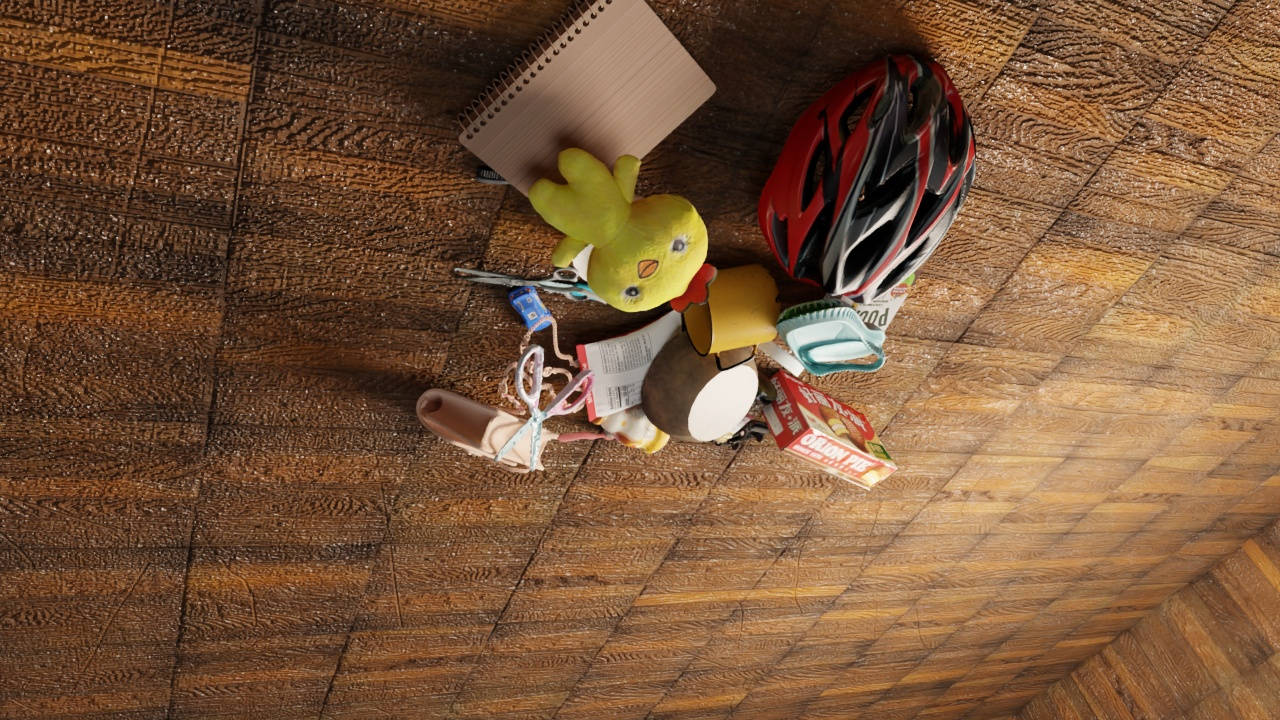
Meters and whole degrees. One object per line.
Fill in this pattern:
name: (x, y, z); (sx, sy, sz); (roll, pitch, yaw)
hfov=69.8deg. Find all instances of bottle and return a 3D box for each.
bottle: (0.136, 0.063, 1.289); (0.056, 0.056, 0.105); (24, 122, -40)
bottle: (-0.014, 0.085, 1.245); (0.108, 0.063, 0.063); (22, 124, -29)

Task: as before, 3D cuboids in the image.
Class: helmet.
helmet: (0.257, -0.193, 0.999); (0.217, 0.167, 0.272); (10, 118, -36)

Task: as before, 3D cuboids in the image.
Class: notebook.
notebook: (-0.053, -0.245, 0.883); (0.211, 0.022, 0.169); (-39, 135, 15)

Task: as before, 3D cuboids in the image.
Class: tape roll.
tape roll: (0.170, -0.014, 1.190); (0.018, 0.094, 0.093); (-52, 134, 5)

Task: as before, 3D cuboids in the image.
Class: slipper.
slipper: (0.235, -0.016, 1.120); (0.116, 0.069, 0.276); (-9, 167, 21)

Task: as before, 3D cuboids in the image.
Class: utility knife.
utility knife: (-0.055, -0.079, 1.085); (0.148, 0.015, 0.022); (7, 129, -26)

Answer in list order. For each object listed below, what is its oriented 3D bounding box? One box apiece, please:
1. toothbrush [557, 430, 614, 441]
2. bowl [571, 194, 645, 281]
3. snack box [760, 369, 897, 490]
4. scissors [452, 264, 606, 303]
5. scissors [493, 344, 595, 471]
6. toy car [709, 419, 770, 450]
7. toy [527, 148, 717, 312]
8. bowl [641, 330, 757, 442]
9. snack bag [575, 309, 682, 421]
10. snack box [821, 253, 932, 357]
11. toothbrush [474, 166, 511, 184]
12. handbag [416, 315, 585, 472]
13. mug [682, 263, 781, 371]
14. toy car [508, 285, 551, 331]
toothbrush: (-0.067, 0.098, 1.210); (0.016, 0.015, 0.184); (-37, 166, 16)
bowl: (-0.025, -0.139, 1.001); (0.114, 0.050, 0.115); (-12, 139, -11)
snack box: (0.273, 0.106, 1.352); (0.236, 0.113, 0.060); (26, 121, -40)
scissors: (-0.121, -0.083, 1.016); (0.160, 0.014, 0.120); (-6, 154, 25)
scissors: (-0.118, 0.048, 1.074); (0.170, 0.013, 0.175); (-43, 142, -27)
toy car: (0.146, 0.105, 1.345); (0.040, 0.037, 0.093); (14, 154, -36)
toy: (-0.015, -0.127, 0.916); (0.207, 0.092, 0.134); (34, 110, -34)
bowl: (0.085, 0.037, 1.188); (0.162, 0.070, 0.162); (-24, 135, -27)
snack bag: (-0.007, 0.007, 1.170); (0.144, 0.039, 0.131); (-22, 134, -16)
snack box: (0.295, -0.080, 1.217); (0.101, 0.031, 0.186); (0, 135, -23)
toothbrush: (-0.088, -0.186, 0.953); (0.167, 0.012, 0.013); (1, 127, -24)
handbag: (-0.159, 0.036, 1.134); (0.187, 0.117, 0.198); (-65, 151, -6)
mug: (0.112, -0.051, 1.107); (0.094, 0.100, 0.124); (-11, 98, -15)
toy car: (-0.124, -0.050, 1.049); (0.033, 0.061, 0.092); (-25, 140, 4)
